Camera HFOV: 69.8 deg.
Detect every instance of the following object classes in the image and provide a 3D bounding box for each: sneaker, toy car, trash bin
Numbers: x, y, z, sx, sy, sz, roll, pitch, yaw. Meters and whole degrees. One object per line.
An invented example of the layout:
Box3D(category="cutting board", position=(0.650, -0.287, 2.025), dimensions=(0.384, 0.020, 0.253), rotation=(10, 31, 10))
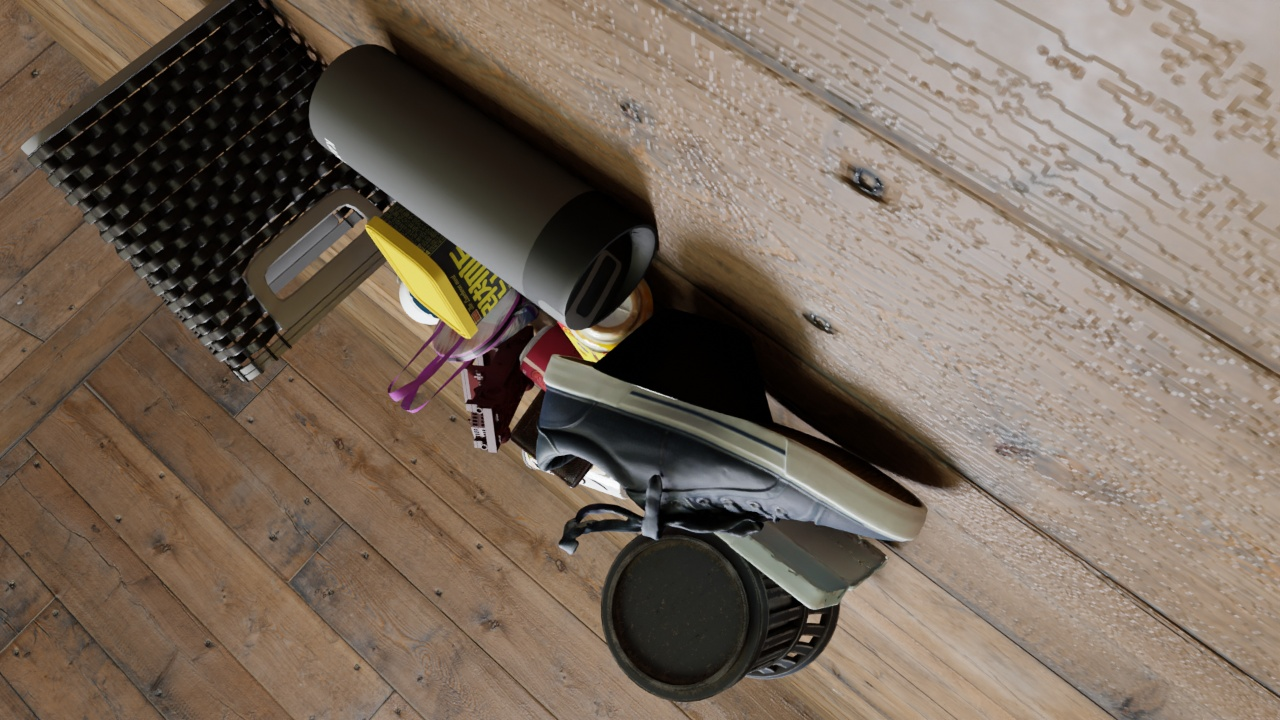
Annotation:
Box3D(category="sneaker", position=(0.043, 0.091, 0.639), dimensions=(0.295, 0.127, 0.120), rotation=(16, -177, 28))
Box3D(category="toy car", position=(-0.159, 0.025, 1.002), dimensions=(0.062, 0.169, 0.070), rotation=(3, 122, 8))
Box3D(category="trash bin", position=(0.074, 0.218, 0.829), dimensions=(0.164, 0.164, 0.227), rotation=(34, -174, 26))

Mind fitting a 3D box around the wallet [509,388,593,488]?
Box3D(category="wallet", position=(-0.074, 0.064, 0.998), dimensions=(0.099, 0.120, 0.031), rotation=(36, 179, 19))

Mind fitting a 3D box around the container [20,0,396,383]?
Box3D(category="container", position=(-0.381, -0.167, 0.863), dimensions=(0.243, 0.247, 0.246), rotation=(52, 163, -27))

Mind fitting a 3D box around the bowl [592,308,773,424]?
Box3D(category="bowl", position=(0.035, -0.002, 0.601), dimensions=(0.124, 0.052, 0.124), rotation=(17, -178, -1))

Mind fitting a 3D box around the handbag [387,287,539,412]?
Box3D(category="handbag", position=(-0.196, -0.017, 0.965), dimensions=(0.068, 0.169, 0.145), rotation=(49, 164, -30))

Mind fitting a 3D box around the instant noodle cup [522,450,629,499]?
Box3D(category="instant noodle cup", position=(-0.050, 0.095, 1.057), dimensions=(0.122, 0.123, 0.124), rotation=(25, 161, 23))

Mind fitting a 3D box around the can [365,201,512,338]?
Box3D(category="can", position=(-0.138, -0.094, 0.717), dimensions=(0.072, 0.101, 0.131), rotation=(37, 166, 17))

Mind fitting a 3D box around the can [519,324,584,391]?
Box3D(category="can", position=(-0.066, 0.018, 0.949), dimensions=(0.114, 0.063, 0.063), rotation=(39, 166, 7))

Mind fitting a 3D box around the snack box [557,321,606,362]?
Box3D(category="snack box", position=(-0.005, 0.005, 0.791), dimensions=(0.088, 0.040, 0.126), rotation=(30, 163, 38))

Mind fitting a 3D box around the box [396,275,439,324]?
Box3D(category="box", position=(-0.240, -0.088, 1.058), dimensions=(0.092, 0.081, 0.161), rotation=(65, 163, -8))

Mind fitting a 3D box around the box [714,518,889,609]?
Box3D(category="box", position=(0.096, 0.130, 0.768), dimensions=(0.197, 0.043, 0.135), rotation=(36, -158, 30))

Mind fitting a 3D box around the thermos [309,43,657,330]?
Box3D(category="thermos", position=(-0.107, -0.116, 0.606), dimensions=(0.240, 0.082, 0.082), rotation=(36, 166, 19))

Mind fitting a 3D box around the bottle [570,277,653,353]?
Box3D(category="bottle", position=(-0.022, -0.035, 0.671), dimensions=(0.063, 0.063, 0.109), rotation=(40, 178, 2))
